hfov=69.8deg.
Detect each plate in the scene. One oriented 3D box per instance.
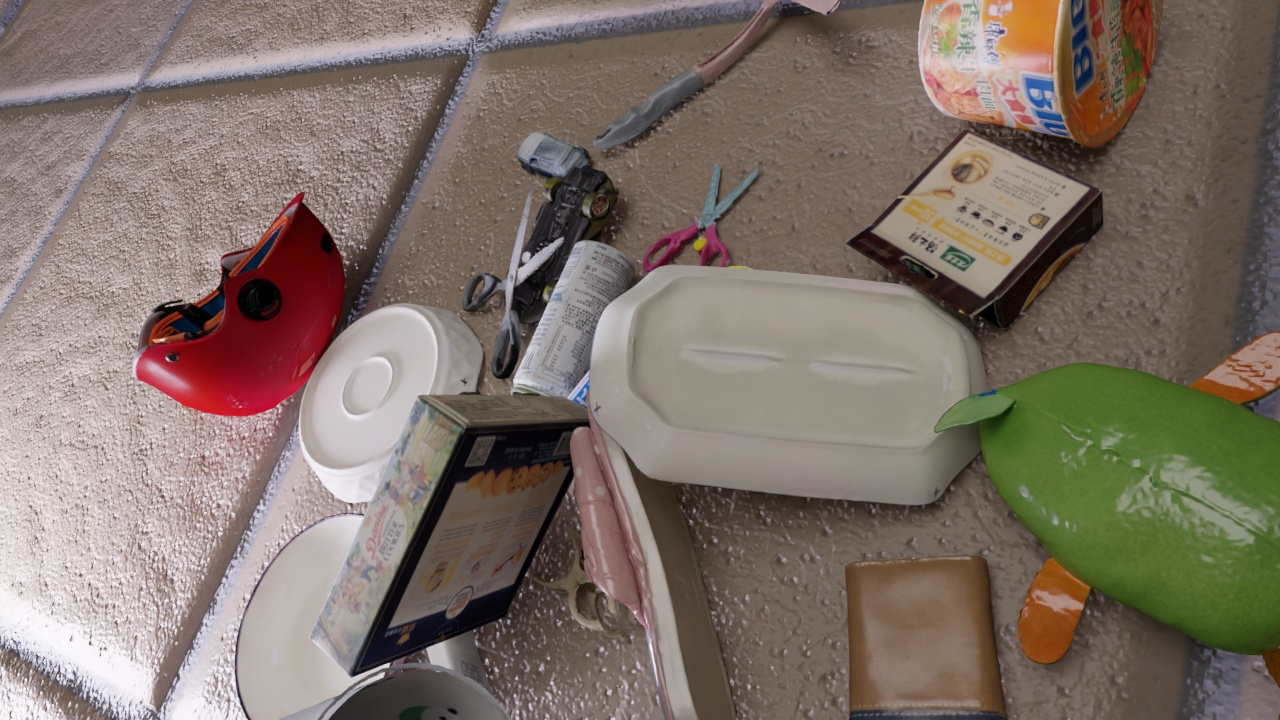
[{"bbox_3d":[0.099,0.006,0.597,0.266,0.034,0.161,6,66,1],"label":"plate"},{"bbox_3d":[-0.260,0.227,0.776,0.193,0.039,0.192,-15,58,24],"label":"plate"},{"bbox_3d":[-0.245,0.033,0.872,0.205,0.045,0.204,-15,57,24],"label":"plate"}]

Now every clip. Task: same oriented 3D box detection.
[{"bbox_3d":[-0.042,0.169,0.679,0.070,0.034,0.100,-51,46,-2],"label":"clip"}]

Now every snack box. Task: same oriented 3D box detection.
[{"bbox_3d":[-0.119,0.111,0.635,0.046,0.177,0.182,31,100,22],"label":"snack box"},{"bbox_3d":[0.230,-0.088,0.637,0.125,0.053,0.113,-46,50,-2],"label":"snack box"}]

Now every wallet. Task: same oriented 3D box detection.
[{"bbox_3d":[0.167,0.176,0.547,0.090,0.033,0.115,-11,58,24],"label":"wallet"}]

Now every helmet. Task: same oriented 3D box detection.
[{"bbox_3d":[-0.382,-0.041,0.932,0.239,0.144,0.207,-47,27,-11],"label":"helmet"}]

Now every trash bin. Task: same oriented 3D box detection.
[{"bbox_3d":[-0.222,0.336,0.586,0.252,0.229,0.229,-23,54,26],"label":"trash bin"}]

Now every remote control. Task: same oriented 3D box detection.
[{"bbox_3d":[-0.150,0.208,0.713,0.024,0.049,0.125,-36,52,6],"label":"remote control"}]

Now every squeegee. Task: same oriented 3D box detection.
[{"bbox_3d":[0.056,-0.278,0.864,0.250,0.040,0.247,-40,35,14],"label":"squeegee"}]

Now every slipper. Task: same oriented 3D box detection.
[{"bbox_3d":[0.001,0.141,0.621,0.054,0.114,0.274,-25,60,12],"label":"slipper"}]

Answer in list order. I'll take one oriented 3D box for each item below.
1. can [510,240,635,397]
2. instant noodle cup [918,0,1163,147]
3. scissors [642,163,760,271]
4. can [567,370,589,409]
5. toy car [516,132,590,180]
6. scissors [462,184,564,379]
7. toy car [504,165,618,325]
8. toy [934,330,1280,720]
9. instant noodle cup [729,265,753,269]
[{"bbox_3d":[-0.056,-0.027,0.780,0.058,0.058,0.146,11,71,35],"label":"can"},{"bbox_3d":[0.274,-0.229,0.639,0.111,0.151,0.151,19,75,45],"label":"instant noodle cup"},{"bbox_3d":[0.050,-0.117,0.794,0.119,0.017,0.133,-10,55,32],"label":"scissors"},{"bbox_3d":[-0.004,0.004,0.733,0.053,0.053,0.134,36,86,40],"label":"can"},{"bbox_3d":[-0.090,-0.204,0.916,0.091,0.034,0.043,30,85,40],"label":"toy car"},{"bbox_3d":[-0.116,-0.067,0.825,0.179,0.014,0.159,-27,65,49],"label":"scissors"},{"bbox_3d":[-0.075,-0.105,0.843,0.070,0.042,0.158,30,95,41],"label":"toy car"},{"bbox_3d":[0.287,0.077,0.492,0.227,0.090,0.247,-49,47,-2],"label":"toy"},{"bbox_3d":[0.058,-0.001,0.671,0.112,0.112,0.123,31,75,39],"label":"instant noodle cup"}]
